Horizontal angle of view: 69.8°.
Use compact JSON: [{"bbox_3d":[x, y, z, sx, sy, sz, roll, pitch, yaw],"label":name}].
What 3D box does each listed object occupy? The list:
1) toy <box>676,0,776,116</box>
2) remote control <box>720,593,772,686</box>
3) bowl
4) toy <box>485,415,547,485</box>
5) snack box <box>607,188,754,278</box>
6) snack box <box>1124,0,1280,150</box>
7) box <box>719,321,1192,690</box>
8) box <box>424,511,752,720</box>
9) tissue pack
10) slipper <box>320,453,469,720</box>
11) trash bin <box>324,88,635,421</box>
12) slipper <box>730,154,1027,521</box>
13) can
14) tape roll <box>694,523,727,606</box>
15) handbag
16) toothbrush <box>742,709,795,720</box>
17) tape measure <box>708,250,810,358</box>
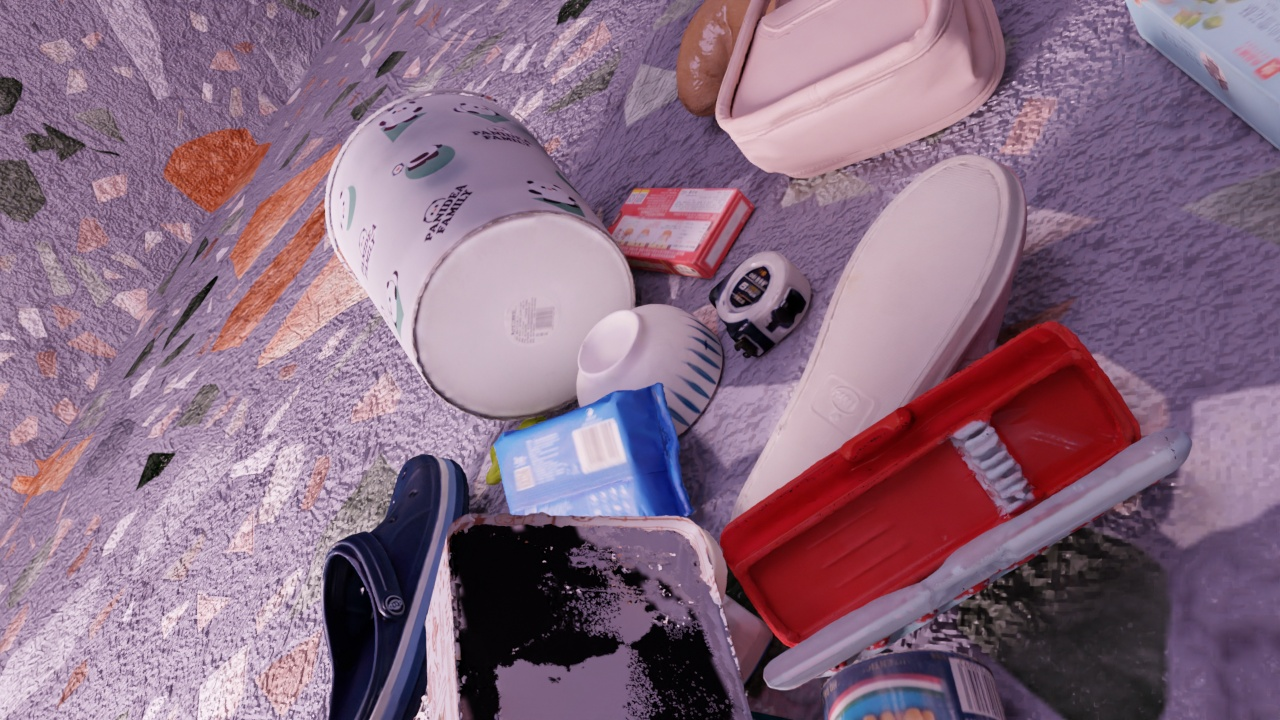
[{"bbox_3d":[0.127,-0.299,0.818,0.227,0.082,0.143,-9,66,41],"label":"toy"},{"bbox_3d":[0.024,0.150,0.546,0.049,0.024,0.125,-55,33,-8],"label":"remote control"},{"bbox_3d":[-0.004,0.004,0.681,0.117,0.066,0.116,-30,39,27],"label":"bowl"},{"bbox_3d":[-0.083,0.073,0.736,0.096,0.031,0.100,-41,25,-6],"label":"toy"},{"bbox_3d":[0.025,-0.113,0.797,0.153,0.025,0.075,15,70,54],"label":"snack box"},{"bbox_3d":[0.331,-0.180,0.485,0.074,0.051,0.174,-33,37,22],"label":"snack box"},{"bbox_3d":[0.133,0.071,0.413,0.202,0.095,0.101,-35,-6,12],"label":"box"},{"bbox_3d":[-0.030,0.195,0.443,0.182,0.154,0.185,-104,29,-43],"label":"box"},{"bbox_3d":[-0.034,0.079,0.631,0.157,0.052,0.095,-21,79,35],"label":"tissue pack"},{"bbox_3d":[-0.200,0.178,0.696,0.105,0.095,0.252,-42,30,35],"label":"slipper"},{"bbox_3d":[-0.138,-0.089,0.799,0.230,0.229,0.252,-46,39,5],"label":"trash bin"},{"bbox_3d":[0.137,0.014,0.517,0.274,0.054,0.114,-63,31,2],"label":"slipper"},{"bbox_3d":[0.117,0.180,0.364,0.075,0.075,0.111,-31,38,27],"label":"can"},{"bbox_3d":[0.012,0.134,0.539,0.086,0.014,0.085,-29,39,27],"label":"tape roll"},{"bbox_3d":[0.159,-0.267,0.690,0.194,0.093,0.233,-16,59,41],"label":"handbag"},{"bbox_3d":[0.041,0.193,0.494,0.192,0.016,0.018,-10,61,44],"label":"toothbrush"},{"bbox_3d":[0.087,-0.043,0.652,0.066,0.033,0.065,-41,37,17],"label":"tape measure"}]
